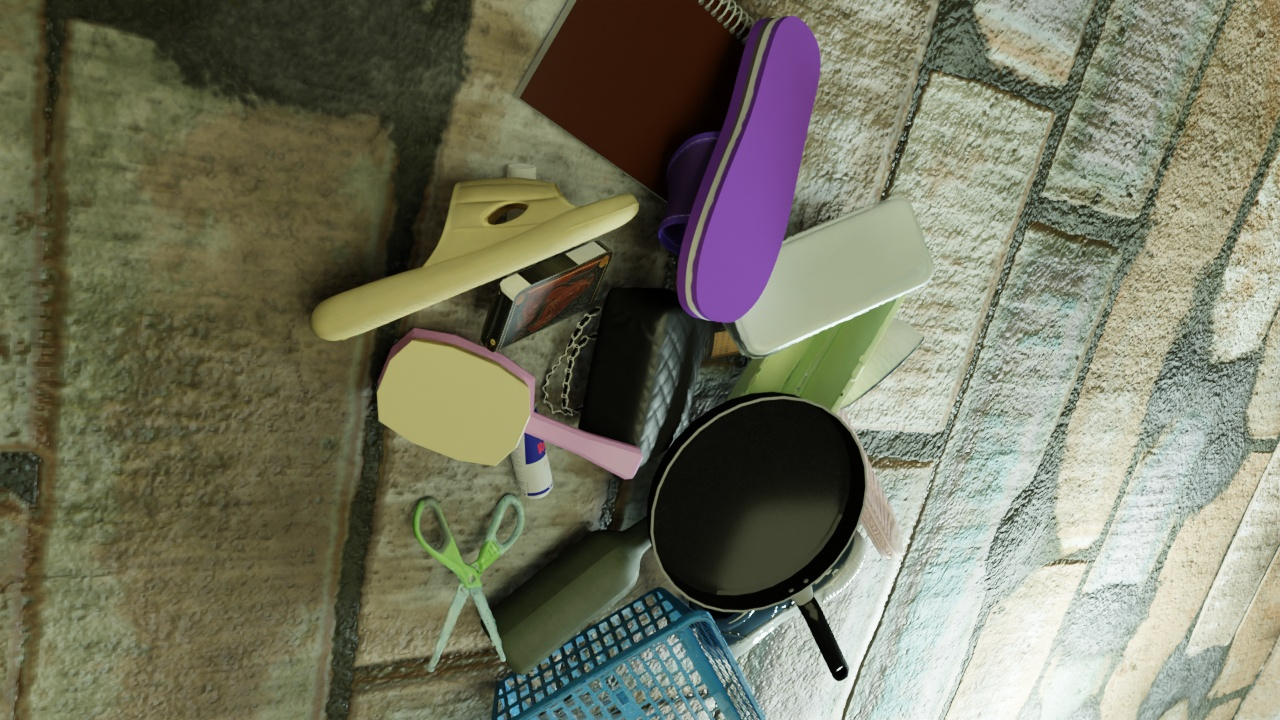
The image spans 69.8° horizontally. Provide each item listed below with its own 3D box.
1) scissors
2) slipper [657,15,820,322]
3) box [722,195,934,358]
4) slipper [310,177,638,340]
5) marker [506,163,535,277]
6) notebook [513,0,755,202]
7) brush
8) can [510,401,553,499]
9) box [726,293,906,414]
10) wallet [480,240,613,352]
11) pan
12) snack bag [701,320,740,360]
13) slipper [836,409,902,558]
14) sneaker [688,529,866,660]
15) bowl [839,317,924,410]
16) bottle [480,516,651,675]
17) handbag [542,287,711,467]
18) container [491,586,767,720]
[{"bbox_3d":[-0.149,0.195,0.835,0.159,0.025,0.171,-32,106,-40],"label":"scissors"},{"bbox_3d":[0.072,-0.163,0.792,0.107,0.084,0.266,23,82,-50],"label":"slipper"},{"bbox_3d":[0.174,-0.079,0.854,0.215,0.122,0.083,-26,153,-17],"label":"box"},{"bbox_3d":[-0.130,-0.092,0.684,0.261,0.111,0.079,-23,102,-4],"label":"slipper"},{"bbox_3d":[-0.099,-0.095,0.764,0.027,0.023,0.133,-24,126,-48],"label":"marker"},{"bbox_3d":[0.020,-0.240,0.775,0.209,0.022,0.171,28,97,-38],"label":"notebook"},{"bbox_3d":[-0.103,0.050,0.754,0.228,0.043,0.089,23,99,-10],"label":"brush"},{"bbox_3d":[-0.103,0.081,0.837,0.032,0.032,0.095,-22,122,-23],"label":"can"},{"bbox_3d":[0.172,-0.015,0.929,0.083,0.091,0.188,29,91,-23],"label":"box"},{"bbox_3d":[-0.076,-0.053,0.757,0.122,0.019,0.072,-31,154,-47],"label":"wallet"},{"bbox_3d":[0.139,0.190,0.911,0.225,0.034,0.356,-30,115,-7],"label":"pan"},{"bbox_3d":[0.123,-0.045,0.934,0.155,0.018,0.075,-10,116,-29],"label":"snack bag"},{"bbox_3d":[0.226,0.135,1.036,0.065,0.094,0.239,-22,116,23],"label":"slipper"},{"bbox_3d":[0.150,0.247,1.051,0.235,0.089,0.087,-33,121,-11],"label":"sneaker"},{"bbox_3d":[0.239,-0.008,0.986,0.118,0.118,0.062,-40,85,-11],"label":"bowl"},{"bbox_3d":[-0.056,0.219,0.908,0.206,0.071,0.071,-36,127,-14],"label":"bottle"},{"bbox_3d":[-0.005,0.005,0.849,0.124,0.115,0.154,-14,118,-55],"label":"handbag"},{"bbox_3d":[0.004,0.413,1.005,0.257,0.089,0.362,-29,125,-5],"label":"container"}]
